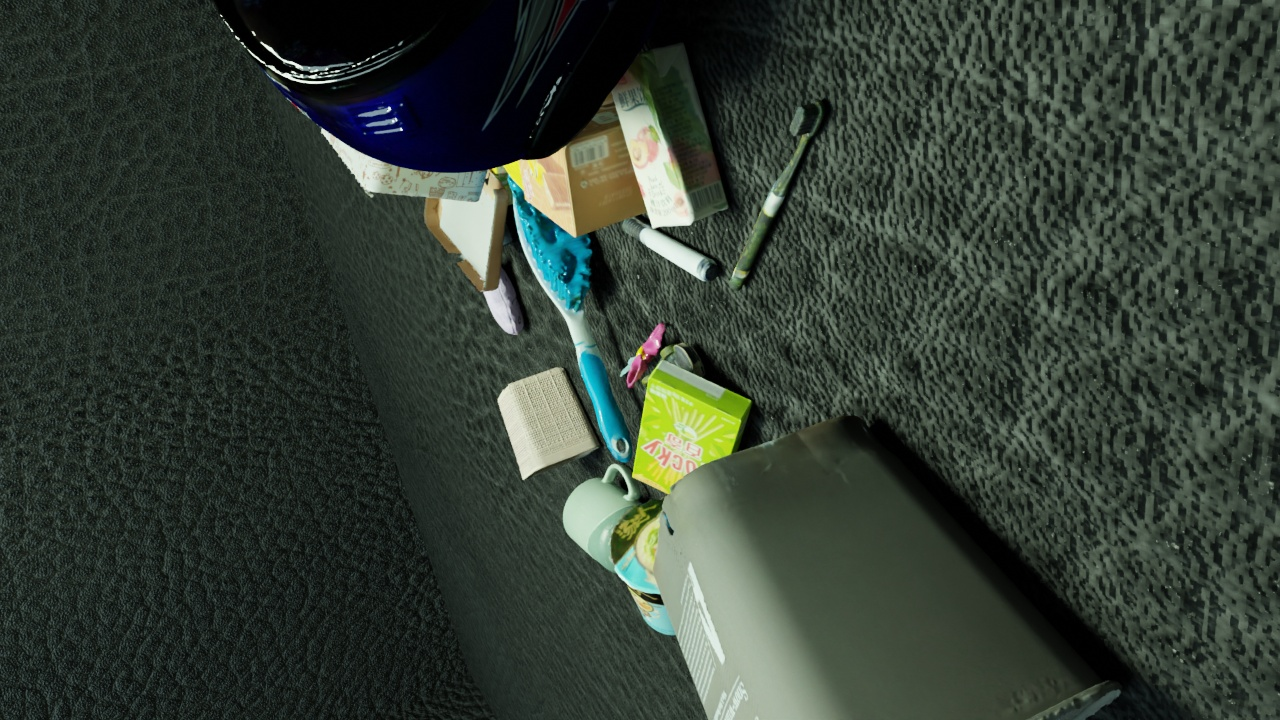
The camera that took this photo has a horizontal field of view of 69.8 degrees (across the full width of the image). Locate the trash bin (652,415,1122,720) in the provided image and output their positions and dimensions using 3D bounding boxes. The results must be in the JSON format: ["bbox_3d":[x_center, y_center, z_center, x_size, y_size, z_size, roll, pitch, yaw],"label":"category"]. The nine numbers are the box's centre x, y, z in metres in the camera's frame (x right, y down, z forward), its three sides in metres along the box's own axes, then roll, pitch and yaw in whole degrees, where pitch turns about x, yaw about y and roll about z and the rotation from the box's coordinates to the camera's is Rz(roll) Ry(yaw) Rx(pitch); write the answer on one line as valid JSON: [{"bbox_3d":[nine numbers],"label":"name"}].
[{"bbox_3d":[0.122,0.175,0.573,0.199,0.198,0.219,97,149,-50],"label":"trash bin"}]

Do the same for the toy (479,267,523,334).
[{"bbox_3d":[-0.181,-0.084,1.189,0.084,0.039,0.108,-137,25,-72],"label":"toy"}]

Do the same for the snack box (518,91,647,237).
[{"bbox_3d":[-0.038,-0.160,0.727,0.094,0.092,0.077,41,146,46],"label":"snack box"}]

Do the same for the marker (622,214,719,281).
[{"bbox_3d":[0.023,-0.095,0.753,0.131,0.018,0.023,38,134,50],"label":"marker"}]

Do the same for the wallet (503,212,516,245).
[{"bbox_3d":[-0.191,-0.187,1.145,0.121,0.019,0.097,-1,112,64],"label":"wallet"}]

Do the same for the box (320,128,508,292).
[{"bbox_3d":[-0.252,-0.197,0.996,0.180,0.157,0.218,48,137,39],"label":"box"}]

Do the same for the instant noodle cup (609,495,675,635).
[{"bbox_3d":[0.032,0.215,0.919,0.111,0.111,0.121,47,158,40],"label":"instant noodle cup"}]

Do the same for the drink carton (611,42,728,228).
[{"bbox_3d":[0.021,-0.160,0.659,0.054,0.045,0.122,7,118,58],"label":"drink carton"}]

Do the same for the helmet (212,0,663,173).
[{"bbox_3d":[-0.091,-0.265,0.560,0.247,0.240,0.316,48,110,11],"label":"helmet"}]

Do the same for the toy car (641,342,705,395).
[{"bbox_3d":[0.032,0.017,0.814,0.042,0.035,0.091,58,150,18],"label":"toy car"}]

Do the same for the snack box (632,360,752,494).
[{"bbox_3d":[0.042,0.071,0.803,0.086,0.026,0.157,25,143,13],"label":"snack box"}]

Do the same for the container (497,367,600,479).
[{"bbox_3d":[-0.118,0.077,1.136,0.111,0.089,0.090,67,158,7],"label":"container"}]

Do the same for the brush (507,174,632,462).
[{"bbox_3d":[-0.064,-0.052,0.925,0.110,0.060,0.314,122,127,-70],"label":"brush"}]

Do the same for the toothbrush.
[{"bbox_3d":[0.084,-0.101,0.608,0.012,0.017,0.186,62,157,23],"label":"toothbrush"}]

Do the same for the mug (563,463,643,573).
[{"bbox_3d":[-0.027,0.177,1.050,0.106,0.082,0.112,24,100,60],"label":"mug"}]

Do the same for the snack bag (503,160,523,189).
[{"bbox_3d":[-0.117,-0.261,0.847,0.246,0.068,0.158,54,154,32],"label":"snack bag"}]

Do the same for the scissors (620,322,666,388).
[{"bbox_3d":[-0.007,0.008,0.868,0.017,0.072,0.137,30,162,-7],"label":"scissors"}]

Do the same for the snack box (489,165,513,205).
[{"bbox_3d":[-0.181,-0.252,1.041,0.140,0.033,0.087,56,155,21],"label":"snack box"}]
